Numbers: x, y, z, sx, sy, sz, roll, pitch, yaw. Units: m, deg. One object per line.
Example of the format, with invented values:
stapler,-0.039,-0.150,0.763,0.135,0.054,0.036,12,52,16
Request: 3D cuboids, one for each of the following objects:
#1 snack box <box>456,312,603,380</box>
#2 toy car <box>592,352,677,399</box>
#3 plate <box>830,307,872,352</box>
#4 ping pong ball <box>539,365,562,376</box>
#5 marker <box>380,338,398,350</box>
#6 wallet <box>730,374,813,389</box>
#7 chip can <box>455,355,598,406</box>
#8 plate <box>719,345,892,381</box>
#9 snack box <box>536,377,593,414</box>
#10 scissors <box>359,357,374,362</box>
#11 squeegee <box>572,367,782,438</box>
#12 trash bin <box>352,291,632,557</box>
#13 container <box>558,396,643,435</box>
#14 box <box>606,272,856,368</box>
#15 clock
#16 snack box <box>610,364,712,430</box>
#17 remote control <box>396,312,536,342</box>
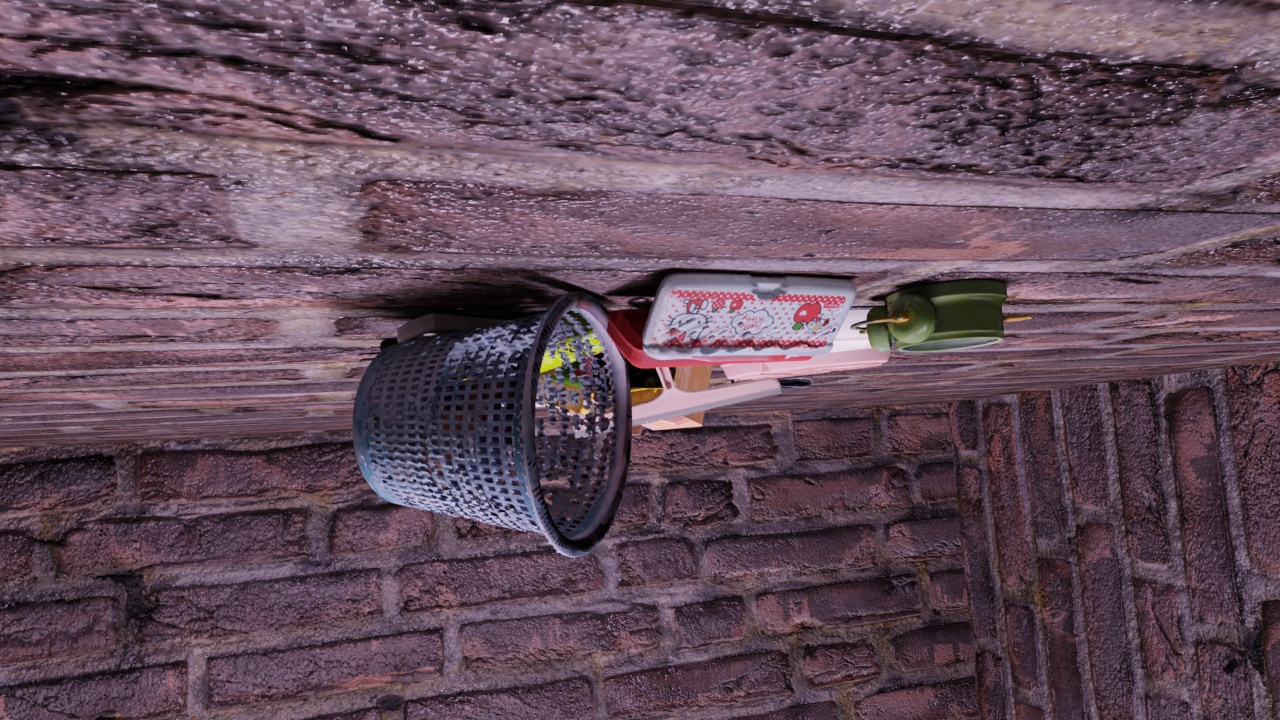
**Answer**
snack box,-0.100,-0.011,0.929,0.157,0.026,0.085,-19,167,18
toy car,-0.007,0.006,1.100,0.041,0.071,0.156,3,170,-41
plate,0.169,-0.029,1.048,0.265,0.034,0.162,-2,174,-13
ping pong ball,-0.114,0.000,1.114,0.040,0.040,0.040,-4,174,-1
marker,-0.221,-0.018,1.001,0.124,0.018,0.015,-2,-152,-4
wallet,0.194,0.017,1.381,0.121,0.019,0.097,-2,-157,3
chip can,-0.165,0.031,1.229,0.236,0.072,0.072,-6,173,22
plate,0.223,0.005,1.235,0.229,0.028,0.229,-6,176,-1
snack box,-0.131,0.034,1.119,0.140,0.033,0.087,16,177,5
scissors,-0.254,-0.007,1.082,0.170,0.019,0.181,-3,175,-3
squeegee,0.019,-0.001,0.964,0.248,0.040,0.250,-12,155,6
trash bin,-0.135,0.055,0.819,0.195,0.226,0.226,-1,175,19
container,-0.048,0.048,1.293,0.111,0.090,0.090,14,180,14
box,0.081,-0.048,0.817,0.201,0.101,0.102,-2,-148,-28
clock,0.288,-0.041,0.910,0.161,0.056,0.116,-2,173,-9
snack box,0.027,0.030,1.153,0.077,0.092,0.095,25,157,-36
remote control,-0.166,-0.028,0.909,0.058,0.021,0.149,-19,167,36
